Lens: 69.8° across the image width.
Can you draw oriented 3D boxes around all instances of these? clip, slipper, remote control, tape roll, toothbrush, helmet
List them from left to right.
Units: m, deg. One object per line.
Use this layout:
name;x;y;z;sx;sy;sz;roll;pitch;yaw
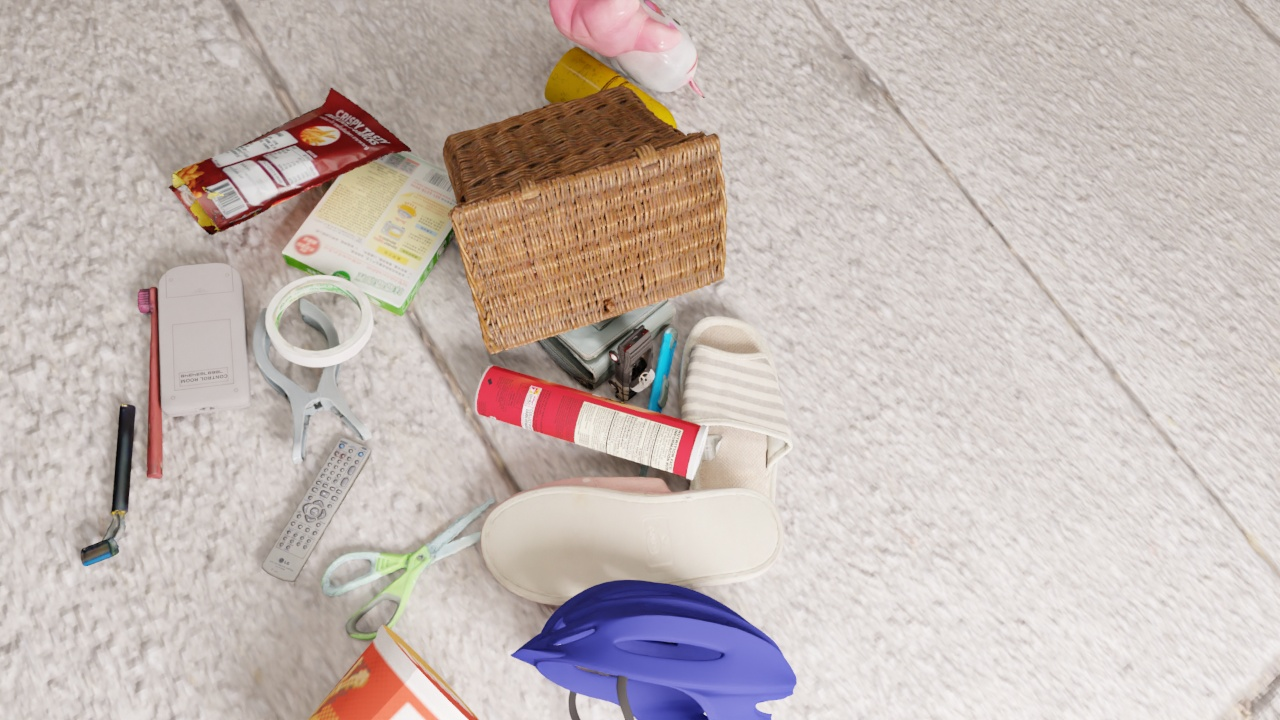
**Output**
toothbrush;-0.447;0.017;0.836;0.016;0.016;0.189;-9;68;-11
remote control;-0.409;-0.022;0.860;0.074;0.019;0.151;-7;68;-15
clip;-0.327;0.021;0.849;0.114;0.028;0.163;-21;66;-19
remote control;-0.287;0.131;0.817;0.033;0.013;0.136;23;62;2
tape roll;-0.300;-0.038;0.859;0.094;0.018;0.093;4;60;-7
slipper;-0.007;0.162;0.833;0.274;0.054;0.114;-1;77;-1
helmet;0.007;0.291;0.727;0.241;0.148;0.227;22;60;-12
slipper;0.090;0.079;0.902;0.114;0.054;0.272;6;66;-14

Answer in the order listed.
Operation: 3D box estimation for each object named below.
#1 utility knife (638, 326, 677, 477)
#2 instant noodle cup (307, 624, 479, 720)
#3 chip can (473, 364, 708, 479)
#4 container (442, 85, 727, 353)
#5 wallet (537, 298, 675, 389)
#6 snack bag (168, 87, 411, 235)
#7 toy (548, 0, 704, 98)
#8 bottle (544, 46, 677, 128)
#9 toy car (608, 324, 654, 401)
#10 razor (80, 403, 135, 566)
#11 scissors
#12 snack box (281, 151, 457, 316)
utility knife;0.017;0.045;0.917;0.015;0.031;0.185;0;63;28
instant noodle cup;-0.201;0.294;0.706;0.123;0.124;0.121;43;72;9
chip can;-0.047;0.056;0.857;0.215;0.052;0.051;16;62;10
container;-0.065;-0.153;0.891;0.249;0.162;0.183;-18;42;-12
wallet;-0.037;-0.045;0.935;0.100;0.054;0.131;43;59;9
snack bag;-0.356;-0.203;0.923;0.139;0.067;0.207;35;61;31
toy;-0.011;-0.366;1.028;0.142;0.212;0.084;41;108;26
bottle;-0.023;-0.277;1.033;0.164;0.071;0.070;36;63;6
toy car;-0.005;0.005;0.890;0.037;0.092;0.040;38;63;21
razor;-0.451;0.104;0.793;0.043;0.022;0.144;-19;59;23
scissors;-0.189;0.183;0.815;0.174;0.032;0.093;-23;69;-17
snack box;-0.262;-0.141;0.942;0.132;0.027;0.167;25;63;2
